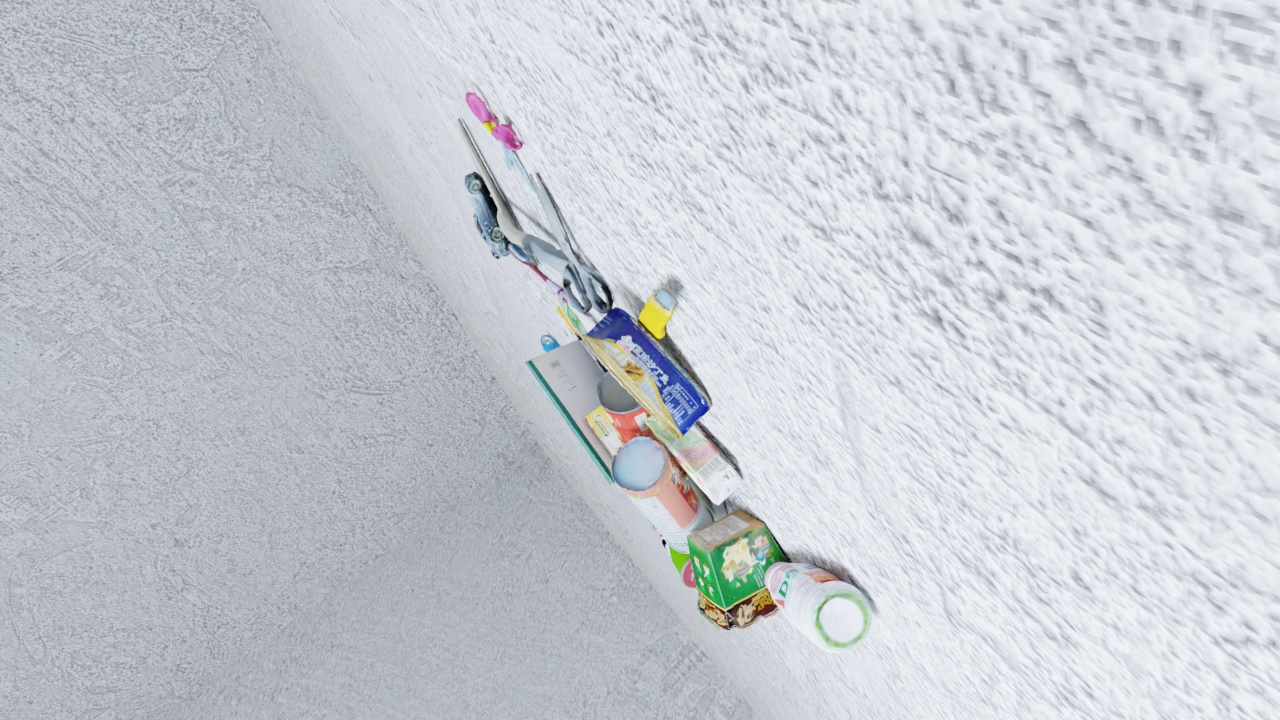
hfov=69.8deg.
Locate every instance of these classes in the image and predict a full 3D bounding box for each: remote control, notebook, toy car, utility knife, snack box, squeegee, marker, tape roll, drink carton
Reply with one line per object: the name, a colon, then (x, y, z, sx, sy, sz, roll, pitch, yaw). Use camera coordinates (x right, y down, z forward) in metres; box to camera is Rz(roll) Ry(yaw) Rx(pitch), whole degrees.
remote control: (0.095, 0.194, 1.247, 0.056, 0.019, 0.135, 47, 167, 34)
notebook: (-0.066, 0.068, 1.323, 0.209, 0.012, 0.150, 54, -151, 5)
toy car: (-0.205, -0.194, 1.228, 0.054, 0.037, 0.120, -13, -100, -81)
utility knife: (0.018, -0.043, 0.872, 0.033, 0.015, 0.197, 46, 170, 1)
snack box: (0.119, 0.249, 1.119, 0.105, 0.118, 0.117, 69, 166, -10)
squeegee: (-0.136, -0.150, 1.129, 0.246, 0.039, 0.247, 42, 164, 45)
marker: (-0.079, -0.029, 1.317, 0.124, 0.015, 0.018, 54, 171, -13)
snack box: (-0.002, 0.119, 1.272, 0.156, 0.077, 0.027, 53, 168, 4)
tape roll: (-0.087, -0.060, 1.255, 0.086, 0.014, 0.086, 52, 169, 14)
drink carton: (0.061, 0.103, 1.051, 0.122, 0.045, 0.053, 47, 175, 36)

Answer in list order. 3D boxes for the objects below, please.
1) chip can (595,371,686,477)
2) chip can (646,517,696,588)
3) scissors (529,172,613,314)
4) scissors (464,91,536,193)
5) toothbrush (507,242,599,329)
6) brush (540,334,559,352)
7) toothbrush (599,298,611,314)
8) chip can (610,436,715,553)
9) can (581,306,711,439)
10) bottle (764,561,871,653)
chip can: (0.006, 0.091, 1.152, 0.073, 0.073, 0.217, 47, 169, 34)
chip can: (0.044, 0.220, 1.316, 0.236, 0.072, 0.072, 55, 173, 51)
scissors: (-0.088, -0.125, 1.020, 0.173, 0.014, 0.141, 44, 146, 2)
scissors: (-0.143, -0.230, 0.989, 0.124, 0.017, 0.133, 33, 161, 53)
toothbrush: (-0.089, -0.078, 1.117, 0.187, 0.016, 0.017, 43, 162, -15)
brush: (-0.090, 0.055, 1.522, 0.314, 0.060, 0.109, 53, 172, 21)
toothbrush: (-0.037, -0.053, 1.074, 0.181, 0.018, 0.016, 46, 169, 41)
chip can: (0.031, 0.169, 1.123, 0.071, 0.071, 0.215, 46, 174, 35)
can: (0.007, 0.013, 0.948, 0.148, 0.049, 0.075, 47, 171, -5)
bottle: (0.177, 0.252, 0.972, 0.068, 0.068, 0.197, 55, 171, -3)
